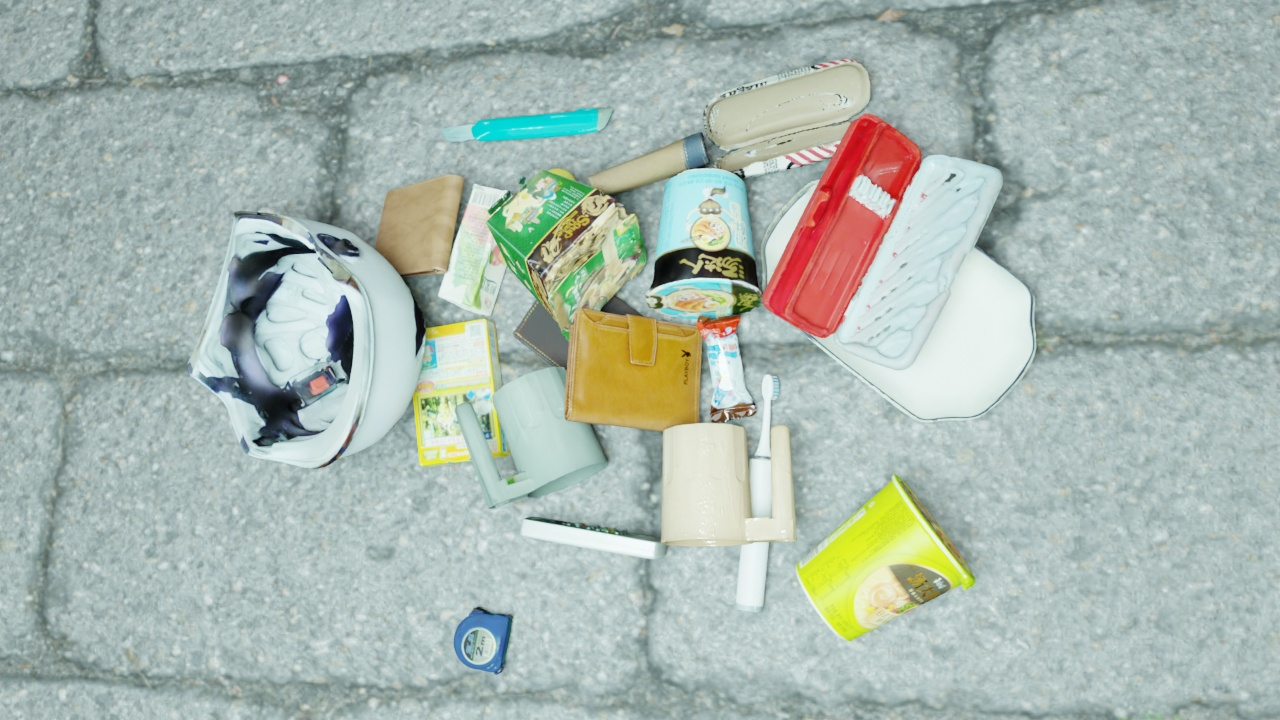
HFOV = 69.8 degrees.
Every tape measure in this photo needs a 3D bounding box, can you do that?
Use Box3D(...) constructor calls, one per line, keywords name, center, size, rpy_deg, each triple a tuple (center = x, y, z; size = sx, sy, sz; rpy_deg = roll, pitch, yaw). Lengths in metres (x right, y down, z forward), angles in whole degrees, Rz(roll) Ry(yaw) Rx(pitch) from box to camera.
Box3D(name="tape measure", center=(-0.153, 0.271, 0.893), size=(0.054, 0.025, 0.058), rpy_deg=(8, 80, 13))

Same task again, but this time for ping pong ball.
Box3D(name="ping pong ball", center=(-0.084, -0.174, 0.928), size=(0.040, 0.040, 0.040), rpy_deg=(-1, 82, 10))

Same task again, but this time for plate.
Box3D(name="plate", center=(0.236, -0.059, 0.857), size=(0.266, 0.034, 0.162), rpy_deg=(39, 92, 12))

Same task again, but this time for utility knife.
Box3D(name="utility knife", center=(-0.120, -0.244, 0.957), size=(0.185, 0.013, 0.029), rpy_deg=(-2, 79, 9))

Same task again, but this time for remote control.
Box3D(name="remote control", center=(-0.043, 0.167, 0.870), size=(0.135, 0.056, 0.019), rpy_deg=(7, 83, 12))

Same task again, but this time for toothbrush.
Box3D(name="toothbrush", center=(0.112, 0.123, 0.861), size=(0.027, 0.026, 0.221), rpy_deg=(-1, 81, 47))

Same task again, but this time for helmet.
Box3D(name="helmet", center=(-0.298, -0.018, 0.885), size=(0.259, 0.145, 0.229), rpy_deg=(29, 108, 27))

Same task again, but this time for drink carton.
Box3D(name="drink carton", center=(-0.162, -0.111, 0.928), size=(0.045, 0.053, 0.122), rpy_deg=(16, 86, 16))

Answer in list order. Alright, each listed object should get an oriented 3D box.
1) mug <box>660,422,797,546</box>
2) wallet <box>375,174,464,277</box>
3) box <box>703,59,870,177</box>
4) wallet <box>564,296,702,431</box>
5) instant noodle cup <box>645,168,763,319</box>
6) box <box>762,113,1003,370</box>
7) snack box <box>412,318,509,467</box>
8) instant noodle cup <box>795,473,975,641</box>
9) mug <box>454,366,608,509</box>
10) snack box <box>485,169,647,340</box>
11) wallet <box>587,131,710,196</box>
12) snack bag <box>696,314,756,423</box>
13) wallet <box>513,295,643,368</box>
Box3D(name="mug", center=(0.078, 0.113, 0.829), size=(0.125, 0.084, 0.103), rpy_deg=(-8, 73, 25))
Box3D(name="wallet", center=(-0.229, -0.134, 0.936), size=(0.115, 0.020, 0.101), rpy_deg=(-1, 75, 38))
Box3D(name="box", center=(0.142, -0.230, 0.874), size=(0.162, 0.075, 0.086), rpy_deg=(-14, 111, 11))
Box3D(name="wallet", center=(-0.005, 0.005, 0.868), size=(0.130, 0.035, 0.119), rpy_deg=(7, 82, -21))
Box3D(name="instant noodle cup", center=(0.060, -0.111, 0.865), size=(0.111, 0.111, 0.120), rpy_deg=(-2, 75, 10))
Box3D(name="box", center=(0.214, -0.105, 0.820), size=(0.158, 0.069, 0.201), rpy_deg=(27, 88, 9))
Box3D(name="snack box", center=(-0.184, 0.033, 0.925), size=(0.087, 0.033, 0.140), rpy_deg=(-9, 80, 9))
Box3D(name="instant noodle cup", center=(0.207, 0.180, 0.801), size=(0.123, 0.111, 0.111), rpy_deg=(-39, 78, 12))
Box3D(name="mug", center=(-0.104, 0.073, 0.867), size=(0.123, 0.084, 0.103), rpy_deg=(-15, 75, -31))
Box3D(name="snack box", center=(-0.075, -0.110, 0.873), size=(0.105, 0.118, 0.118), rpy_deg=(38, 74, 25))
Box3D(name="wallet", center=(0.010, -0.187, 0.889), size=(0.115, 0.090, 0.033), rpy_deg=(-19, 98, 10))
Box3D(name="snack bag", center=(0.081, 0.006, 0.879), size=(0.045, 0.026, 0.105), rpy_deg=(-9, 90, 0))
Box3D(name="wallet", center=(-0.055, -0.028, 0.916), size=(0.122, 0.020, 0.096), rpy_deg=(37, 94, 12))
